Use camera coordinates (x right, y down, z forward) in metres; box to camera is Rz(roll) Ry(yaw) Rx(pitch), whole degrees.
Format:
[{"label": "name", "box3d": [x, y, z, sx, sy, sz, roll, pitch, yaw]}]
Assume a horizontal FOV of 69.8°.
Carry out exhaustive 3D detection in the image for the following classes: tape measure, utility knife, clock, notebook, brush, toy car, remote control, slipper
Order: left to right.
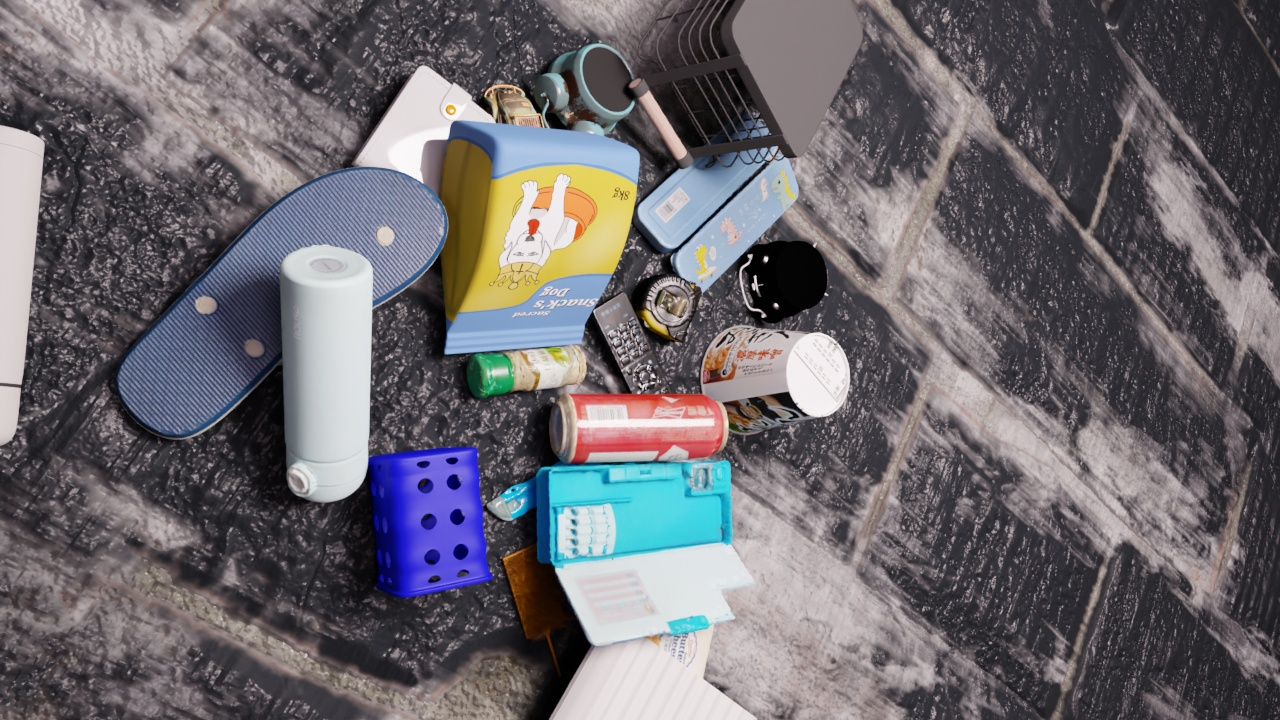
[{"label": "slipper", "box3d": [-0.293, -0.054, 0.754, 0.294, 0.060, 0.118, -43, 103, -13]}, {"label": "toy car", "box3d": [-0.115, -0.212, 0.877, 0.047, 0.047, 0.112, -15, 96, -33]}, {"label": "brush", "box3d": [-0.093, 0.240, 0.878, 0.048, 0.017, 0.126, -19, 97, -31]}, {"label": "utility knife", "box3d": [-0.073, 0.108, 0.902, 0.174, 0.015, 0.031, -32, 108, -31]}, {"label": "clock", "box3d": [-0.055, -0.261, 0.910, 0.090, 0.053, 0.124, 47, 53, -23]}, {"label": "remote control", "box3d": [-0.006, 0.006, 0.947, 0.047, 0.022, 0.150, -32, 105, -30]}, {"label": "notebook", "box3d": [0.010, 0.356, 0.870, 0.209, 0.009, 0.142, 42, 66, -23]}, {"label": "tape measure", "box3d": [0.027, -0.060, 0.955, 0.062, 0.038, 0.067, 26, 86, -22]}, {"label": "clock", "box3d": [0.160, -0.091, 1.041, 0.120, 0.043, 0.091, -15, 95, -32]}]

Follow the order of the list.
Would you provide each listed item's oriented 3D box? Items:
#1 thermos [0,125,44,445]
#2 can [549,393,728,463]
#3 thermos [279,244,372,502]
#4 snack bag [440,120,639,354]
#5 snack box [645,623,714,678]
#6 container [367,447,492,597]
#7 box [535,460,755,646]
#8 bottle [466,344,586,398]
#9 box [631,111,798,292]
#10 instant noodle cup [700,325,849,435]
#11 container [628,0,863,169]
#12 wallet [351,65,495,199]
[{"label": "thermos", "box3d": [-0.463, -0.051, 0.649, 0.052, 0.052, 0.224, 5, 84, -31]}, {"label": "can", "box3d": [-0.001, 0.066, 0.901, 0.170, 0.067, 0.067, 0, 86, -21]}, {"label": "thermos", "box3d": [-0.246, 0.017, 0.718, 0.077, 0.065, 0.207, -54, 160, -58]}, {"label": "snack bag", "box3d": [-0.100, -0.106, 0.842, 0.158, 0.102, 0.205, -6, 116, -39]}, {"label": "snack box", "box3d": [-0.001, 0.335, 0.905, 0.104, 0.058, 0.207, 20, 77, -29]}, {"label": "container", "box3d": [-0.184, 0.135, 0.790, 0.084, 0.085, 0.113, -5, 88, -33]}, {"label": "box", "box3d": [0.010, 0.184, 0.904, 0.226, 0.072, 0.181, 2, 63, -37]}, {"label": "bottle", "box3d": [-0.106, 0.010, 0.871, 0.110, 0.043, 0.043, -7, 90, -32]}, {"label": "box", "box3d": [0.092, -0.175, 1.011, 0.208, 0.034, 0.127, -45, 108, -24]}, {"label": "instant noodle cup", "box3d": [0.149, 0.018, 0.980, 0.123, 0.122, 0.123, 2, 85, -32]}, {"label": "container", "box3d": [0.113, -0.326, 0.948, 0.163, 0.130, 0.240, 51, 56, -37]}, {"label": "wallet", "box3d": [-0.183, -0.191, 0.841, 0.115, 0.038, 0.118, 35, 73, -25]}]
